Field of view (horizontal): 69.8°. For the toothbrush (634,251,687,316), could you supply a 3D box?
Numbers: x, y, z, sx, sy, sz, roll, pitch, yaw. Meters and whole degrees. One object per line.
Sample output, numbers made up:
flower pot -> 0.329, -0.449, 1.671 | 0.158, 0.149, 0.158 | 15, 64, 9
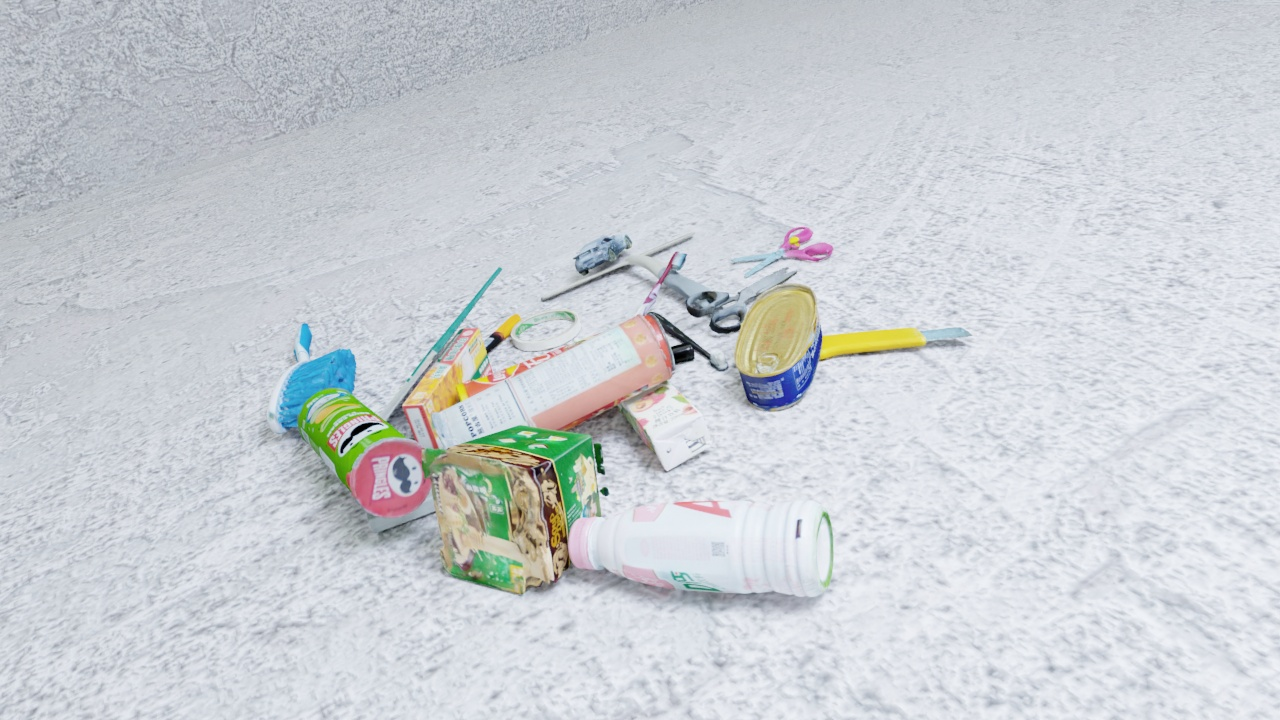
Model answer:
toothbrush -> 0.014, -0.067, 1.081 | 0.017, 0.016, 0.187 | 13, 50, 23

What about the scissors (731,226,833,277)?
scissors -> 0.185, -0.135, 1.172 | 0.133, 0.017, 0.124 | -35, 38, -26

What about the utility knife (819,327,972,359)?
utility knife -> 0.233, -0.017, 0.931 | 0.197, 0.015, 0.033 | -6, 37, 18

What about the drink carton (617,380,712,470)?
drink carton -> 0.018, 0.052, 0.869 | 0.053, 0.045, 0.122 | -28, 30, -9

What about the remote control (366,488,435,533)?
remote control -> -0.191, 0.119, 0.864 | 0.135, 0.019, 0.056 | -20, 29, -11

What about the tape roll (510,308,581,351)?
tape roll -> -0.115, -0.038, 1.123 | 0.086, 0.014, 0.085 | -11, 28, 6

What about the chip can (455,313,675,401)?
chip can -> -0.075, 0.020, 0.930 | 0.216, 0.073, 0.073 | -21, 29, -10

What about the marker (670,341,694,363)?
marker -> -0.006, 0.006, 0.991 | 0.132, 0.020, 0.022 | -15, 45, -2

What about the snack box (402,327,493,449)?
snack box -> -0.196, 0.036, 0.957 | 0.027, 0.077, 0.155 | -4, 30, 15

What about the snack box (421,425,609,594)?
snack box -> -0.097, 0.112, 0.758 | 0.118, 0.118, 0.105 | 6, 21, 30

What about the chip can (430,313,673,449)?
chip can -> -0.080, 0.033, 0.844 | 0.214, 0.071, 0.071 | -27, 30, -8

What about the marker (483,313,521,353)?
marker -> -0.183, -0.020, 1.120 | 0.018, 0.015, 0.123 | 3, 35, 31

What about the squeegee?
squeegee -> 0.028, -0.105, 1.158 | 0.246, 0.039, 0.247 | -26, 31, -21

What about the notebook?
notebook -> -0.228, -0.013, 1.033 | 0.151, 0.012, 0.208 | -46, 12, 30

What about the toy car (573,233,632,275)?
toy car -> -0.052, -0.149, 1.249 | 0.054, 0.037, 0.120 | -23, 9, 25

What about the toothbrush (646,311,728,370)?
toothbrush -> 0.049, -0.027, 1.033 | 0.015, 0.018, 0.181 | -26, 29, -16

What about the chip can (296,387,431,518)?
chip can -> -0.270, 0.082, 0.878 | 0.072, 0.072, 0.236 | -28, 22, -25

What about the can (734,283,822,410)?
can -> 0.139, -0.016, 0.914 | 0.075, 0.049, 0.147 | -2, 39, 24

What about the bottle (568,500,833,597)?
bottle -> 0.040, 0.138, 0.685 | 0.197, 0.068, 0.068 | -3, 30, 24

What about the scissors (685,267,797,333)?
scissors -> 0.120, -0.083, 1.082 | 0.141, 0.014, 0.173 | 12, 41, 1

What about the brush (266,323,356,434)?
brush -> -0.402, 0.006, 1.132 | 0.109, 0.060, 0.314 | -16, 25, 2
